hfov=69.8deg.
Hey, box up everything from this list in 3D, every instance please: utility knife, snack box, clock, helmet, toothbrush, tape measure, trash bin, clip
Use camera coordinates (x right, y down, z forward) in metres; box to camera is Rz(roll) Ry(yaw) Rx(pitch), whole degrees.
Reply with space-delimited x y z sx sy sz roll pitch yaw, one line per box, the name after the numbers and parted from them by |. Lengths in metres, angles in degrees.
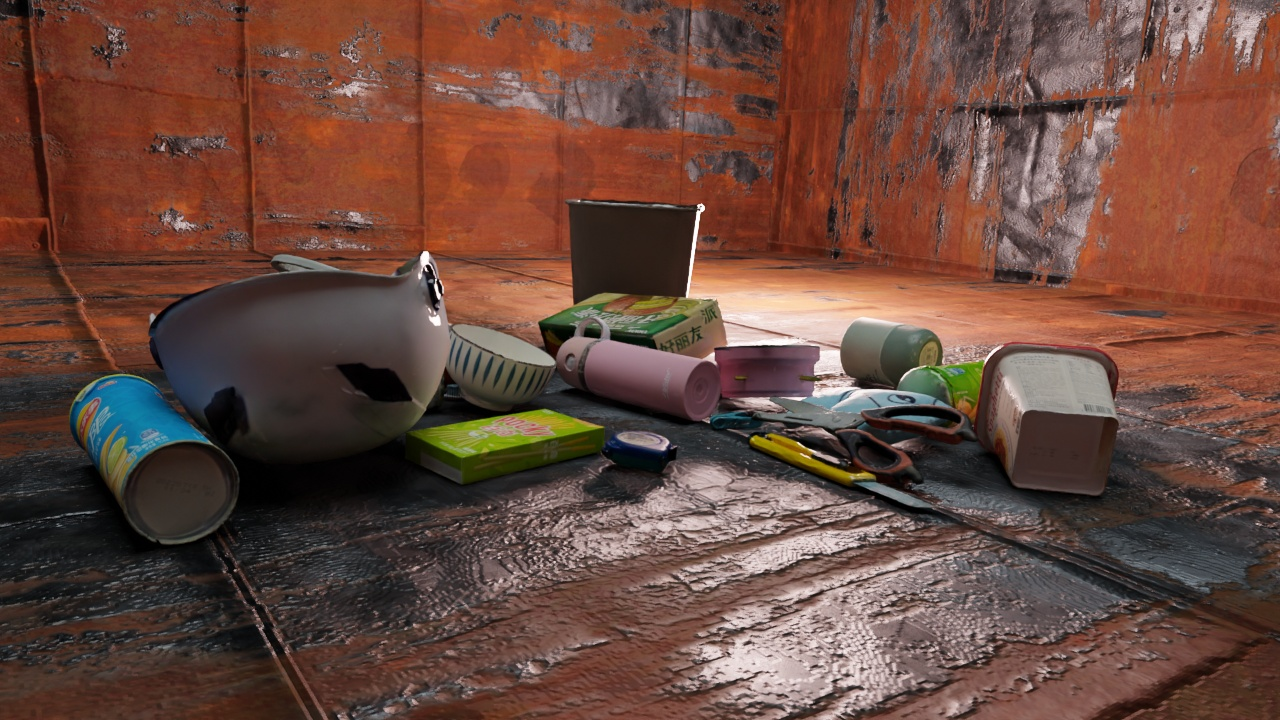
0.167 0.092 0.798 0.033 0.015 0.218 -7 15 -32 | utility knife
-0.116 0.072 0.803 0.086 0.026 0.156 14 15 43 | snack box
0.141 0.014 1.039 0.117 0.060 0.158 -1 -1 0 | clock
-0.014 -0.034 1.150 0.114 0.063 0.240 -28 22 -33 | snack box
-0.260 0.009 0.738 0.229 0.146 0.259 -14 3 -8 | helmet
-0.273 0.032 0.989 0.187 0.017 0.016 3 10 -5 | toothbrush
0.000 0.080 0.795 0.058 0.025 0.054 10 11 16 | tape measure
-0.009 -0.127 1.354 0.199 0.220 0.198 3 11 4 | trash bin
0.095 0.062 0.942 0.055 0.013 0.034 -5 12 -32 | clip

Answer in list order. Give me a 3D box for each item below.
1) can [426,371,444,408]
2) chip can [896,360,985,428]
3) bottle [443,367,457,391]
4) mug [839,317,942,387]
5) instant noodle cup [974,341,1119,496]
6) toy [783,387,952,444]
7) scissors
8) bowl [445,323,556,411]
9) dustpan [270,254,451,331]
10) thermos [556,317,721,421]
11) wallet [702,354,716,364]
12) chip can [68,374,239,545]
-0.276 0.022 0.931 0.146 0.058 0.058 -1 12 -20 | can
0.373 0.034 1.002 0.220 0.072 0.073 -6 14 -35 | chip can
-0.240 0.004 1.028 0.206 0.060 0.060 1 11 -10 | bottle
0.332 -0.001 1.186 0.106 0.082 0.111 14 -16 46 | mug
0.368 0.055 0.821 0.117 0.116 0.124 5 22 13 | instant noodle cup
0.225 0.055 0.919 0.161 0.050 0.156 -9 14 2 | toy
0.195 0.066 0.845 0.197 0.015 0.213 -17 27 10 | scissors
-0.153 0.012 0.959 0.116 0.066 0.116 21 10 -4 | bowl
-0.342 -0.072 1.195 0.223 0.143 0.257 12 15 37 | dustpan
-0.006 0.006 1.015 0.199 0.087 0.067 14 3 41 | thermos
0.068 0.010 1.163 0.101 0.032 0.124 2 12 -16 | wallet
-0.354 0.064 0.659 0.071 0.071 0.210 -6 14 -38 | chip can
